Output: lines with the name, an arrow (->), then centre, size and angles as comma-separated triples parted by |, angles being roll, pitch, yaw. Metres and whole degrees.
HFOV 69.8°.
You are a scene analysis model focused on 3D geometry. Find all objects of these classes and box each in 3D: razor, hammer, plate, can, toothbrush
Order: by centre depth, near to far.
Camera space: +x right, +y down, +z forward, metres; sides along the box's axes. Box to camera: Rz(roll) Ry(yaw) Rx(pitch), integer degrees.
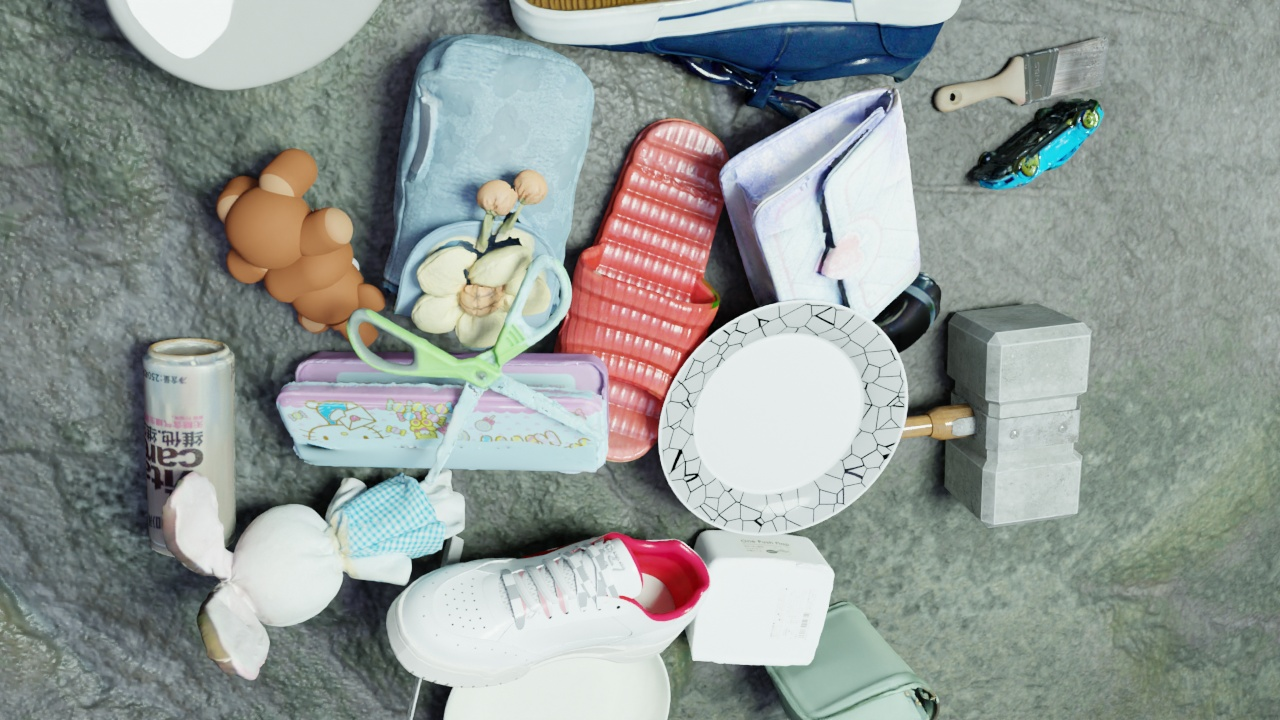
can -> -0.295, 0.056, 0.602 | 0.054, 0.054, 0.136 | 2, 105, -16
toothbrush -> -0.141, 0.190, 0.624 | 0.010, 0.181, 0.010 | 33, 121, -22
plate -> 0.104, 0.043, 0.669 | 0.188, 0.016, 0.189 | -5, 114, -11
razor -> 0.163, -0.026, 0.710 | 0.140, 0.063, 0.053 | -21, 146, 2
hammer -> 0.186, 0.057, 0.731 | 0.317, 0.083, 0.163 | -7, 108, -6
plate -> -0.067, 0.277, 0.741 | 0.182, 0.034, 0.182 | -4, 107, -14

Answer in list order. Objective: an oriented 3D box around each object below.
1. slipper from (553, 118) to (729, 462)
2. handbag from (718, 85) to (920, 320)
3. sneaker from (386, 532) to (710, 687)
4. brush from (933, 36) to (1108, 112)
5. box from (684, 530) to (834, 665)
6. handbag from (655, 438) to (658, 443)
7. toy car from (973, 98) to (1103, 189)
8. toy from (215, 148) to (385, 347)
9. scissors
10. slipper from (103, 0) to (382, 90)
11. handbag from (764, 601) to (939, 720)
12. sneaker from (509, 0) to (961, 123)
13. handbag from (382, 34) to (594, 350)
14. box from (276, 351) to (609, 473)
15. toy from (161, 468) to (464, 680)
slipper -> 0.003, -0.048, 0.638 | 0.103, 0.059, 0.249 | 14, 95, -9
handbag -> 0.135, -0.093, 0.635 | 0.126, 0.069, 0.159 | -30, 139, -3
sneaker -> -0.050, 0.160, 0.641 | 0.236, 0.090, 0.105 | 9, 134, -34
brush -> 0.295, -0.216, 0.707 | 0.151, 0.012, 0.039 | -15, 110, -11
box -> 0.090, 0.189, 0.759 | 0.107, 0.091, 0.102 | 6, 108, -9
handbag -> -0.004, 0.004, 0.685 | 0.055, 0.029, 0.120 | -21, 105, -6
toy car -> 0.307, -0.163, 0.708 | 0.105, 0.048, 0.032 | -37, 115, -4
toy -> -0.211, -0.065, 0.590 | 0.095, 0.065, 0.128 | -16, 126, 23
scissors -> -0.096, 0.008, 0.557 | 0.171, 0.021, 0.172 | 26, 105, -10
slipper -> -0.189, -0.260, 0.536 | 0.265, 0.081, 0.113 | -46, 134, -14
handbag -> 0.168, 0.267, 0.756 | 0.106, 0.122, 0.067 | -24, 111, -8
sneaker -> 0.060, -0.212, 0.613 | 0.294, 0.120, 0.127 | -3, 147, -11
handbag -> -0.093, -0.102, 0.577 | 0.121, 0.118, 0.192 | 10, 110, -16
box -> -0.128, 0.038, 0.614 | 0.214, 0.065, 0.078 | 1, 120, 3
toy -> -0.214, 0.123, 0.626 | 0.204, 0.106, 0.131 | -18, 79, -40
